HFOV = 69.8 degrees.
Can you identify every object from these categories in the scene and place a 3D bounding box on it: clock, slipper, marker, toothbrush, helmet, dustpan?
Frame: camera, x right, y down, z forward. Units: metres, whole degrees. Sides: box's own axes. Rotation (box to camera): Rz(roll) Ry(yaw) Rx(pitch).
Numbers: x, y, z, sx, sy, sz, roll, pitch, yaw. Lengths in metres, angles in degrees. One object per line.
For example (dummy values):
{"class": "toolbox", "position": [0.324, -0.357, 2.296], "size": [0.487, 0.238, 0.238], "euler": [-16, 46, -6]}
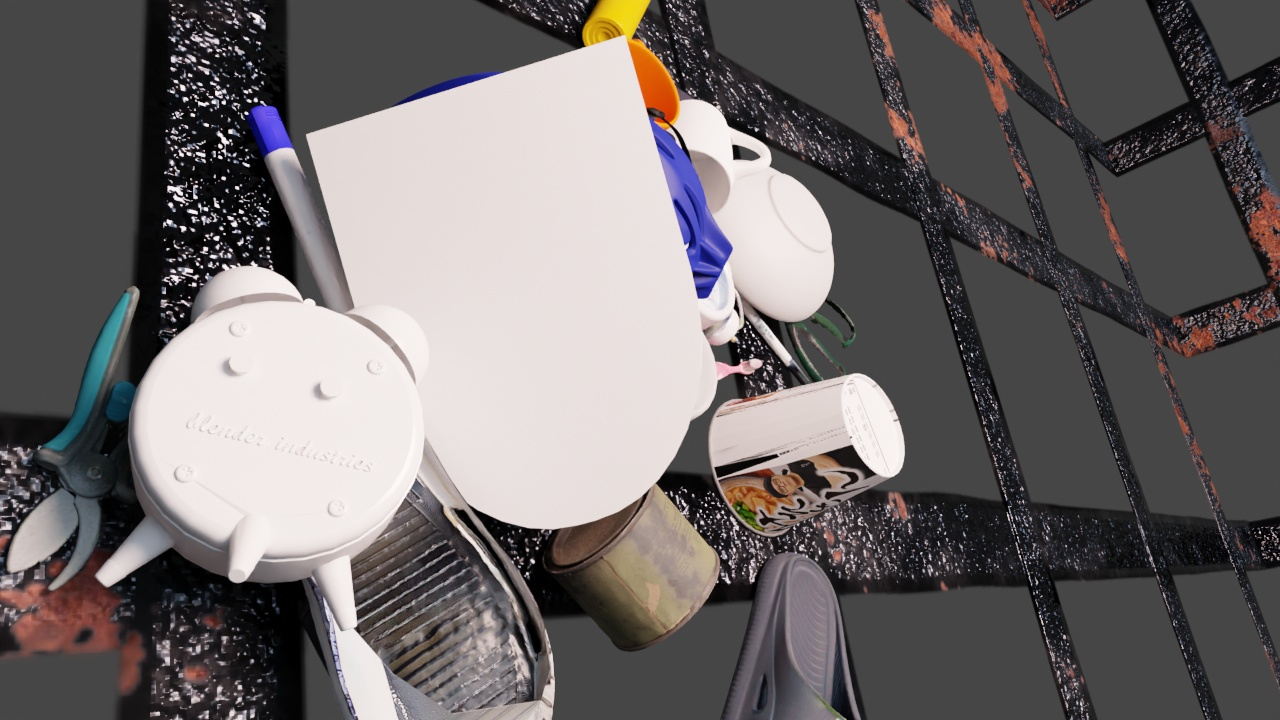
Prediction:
{"class": "clock", "position": [0.047, -0.060, 0.788], "size": [0.125, 0.052, 0.088], "euler": [19, 55, -44]}
{"class": "slipper", "position": [-0.133, 0.109, 0.482], "size": [0.111, 0.063, 0.263], "euler": [-26, 77, -32]}
{"class": "marker", "position": [0.117, -0.031, 0.879], "size": [0.152, 0.011, 0.011], "euler": [49, 41, -18]}
{"class": "toothbrush", "position": [0.064, 0.010, 0.793], "size": [0.134, 0.016, 0.021], "euler": [-8, 74, -50]}
{"class": "slipper", "position": [0.126, 0.257, 0.676], "size": [0.110, 0.084, 0.267], "euler": [44, 41, -25]}
{"class": "helmet", "position": [-0.045, -0.124, 0.651], "size": [0.241, 0.148, 0.227], "euler": [28, 25, 5]}
{"class": "clock", "position": [-0.165, 0.032, 0.426], "size": [0.125, 0.073, 0.160], "euler": [17, 58, -18]}
{"class": "dustpan", "position": [-0.064, -0.032, 0.546], "size": [0.053, 0.191, 0.257], "euler": [-17, 91, -85]}
{"class": "marker", "position": [-0.200, -0.085, 0.550], "size": [0.020, 0.020, 0.141], "euler": [-20, 85, -51]}

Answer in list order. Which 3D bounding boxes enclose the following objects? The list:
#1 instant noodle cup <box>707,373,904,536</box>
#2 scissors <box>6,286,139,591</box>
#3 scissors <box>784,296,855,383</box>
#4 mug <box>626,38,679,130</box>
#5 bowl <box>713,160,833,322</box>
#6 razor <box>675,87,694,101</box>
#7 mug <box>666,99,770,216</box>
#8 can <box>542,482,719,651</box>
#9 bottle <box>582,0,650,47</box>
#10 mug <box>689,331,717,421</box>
{"class": "instant noodle cup", "position": [0.142, 0.071, 0.761], "size": [0.123, 0.122, 0.123], "euler": [25, 53, -38]}
{"class": "scissors", "position": [-0.247, 0.028, 0.438], "size": [0.125, 0.019, 0.154], "euler": [-14, 82, -49]}
{"class": "scissors", "position": [0.155, -0.035, 0.921], "size": [0.209, 0.015, 0.137], "euler": [31, 51, -32]}
{"class": "mug", "position": [-0.028, -0.214, 0.752], "size": [0.077, 0.096, 0.112], "euler": [29, 50, -35]}
{"class": "bowl", "position": [0.134, -0.128, 0.891], "size": [0.176, 0.066, 0.176], "euler": [28, 45, -32]}
{"class": "razor", "position": [0.023, -0.247, 0.872], "size": [0.142, 0.047, 0.052], "euler": [13, 85, -47]}
{"class": "mug", "position": [0.060, -0.183, 0.823], "size": [0.081, 0.114, 0.087], "euler": [72, 19, -44]}
{"class": "can", "position": [-0.007, 0.127, 0.592], "size": [0.074, 0.090, 0.089], "euler": [50, 41, -15]}
{"class": "bottle", "position": [-0.016, -0.342, 0.878], "size": [0.043, 0.043, 0.143], "euler": [42, 44, -24]}
{"class": "mug", "position": [-0.004, 0.004, 0.680], "size": [0.115, 0.068, 0.094], "euler": [33, 48, -32]}
